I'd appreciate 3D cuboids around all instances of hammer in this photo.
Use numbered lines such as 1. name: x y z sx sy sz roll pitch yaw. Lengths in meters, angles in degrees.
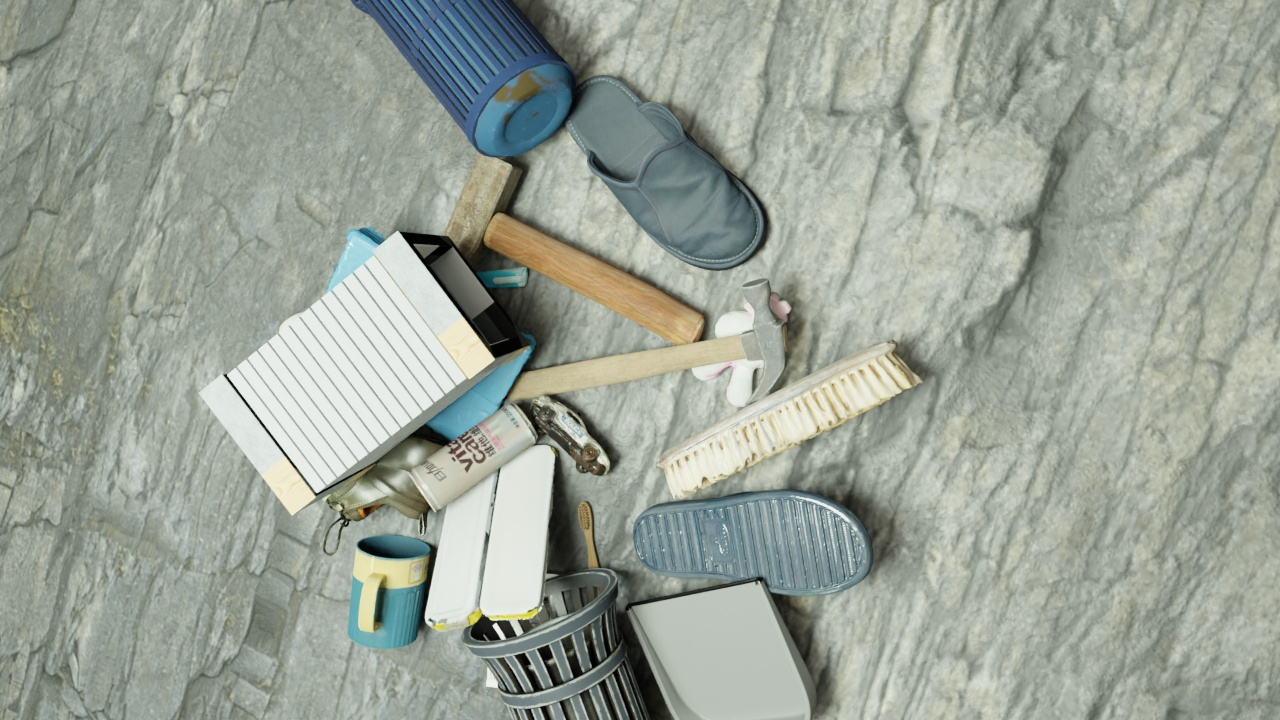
1. hammer: -0.071 -0.089 0.983 0.301 0.037 0.158 27 100 9
2. hammer: -0.006 0.006 0.956 0.332 0.030 0.119 -11 106 24

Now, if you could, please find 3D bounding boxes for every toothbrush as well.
1. toothbrush: -0.050 0.238 1.006 0.016 0.016 0.167 -10 89 17

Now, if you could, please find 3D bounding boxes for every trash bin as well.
1. trash bin: -0.184 -0.338 0.960 0.139 0.139 0.249 -42 75 13
2. trash bin: -0.262 0.008 0.901 0.247 0.142 0.142 -37 91 9
3. trash bin: -0.064 0.353 0.932 0.164 0.164 0.227 -18 95 16

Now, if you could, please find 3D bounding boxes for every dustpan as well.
1. dustpan: 0.103 0.349 0.930 0.164 0.033 0.257 -21 103 32

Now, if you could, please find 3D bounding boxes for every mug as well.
1. mug: -0.288 0.263 1.025 0.083 0.113 0.107 11 96 2

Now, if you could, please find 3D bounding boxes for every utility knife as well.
1. utility knife: -0.182 -0.092 1.039 0.117 0.015 0.022 0 107 17

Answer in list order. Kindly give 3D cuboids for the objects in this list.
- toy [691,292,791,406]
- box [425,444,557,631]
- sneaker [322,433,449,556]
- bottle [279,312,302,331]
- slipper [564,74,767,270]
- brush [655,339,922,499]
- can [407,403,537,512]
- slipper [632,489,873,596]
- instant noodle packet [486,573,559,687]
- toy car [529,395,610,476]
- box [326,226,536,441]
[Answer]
1. toy: 0.110 -0.017 0.941 0.076 0.037 0.126 34 114 8
2. box: -0.153 0.181 0.965 0.129 0.034 0.209 -12 44 14
3. sneaker: -0.335 0.143 1.045 0.238 0.101 0.143 9 87 10
4. bottle: -0.367 0.012 1.076 0.051 0.051 0.146 -38 81 13
5. slipper: 0.015 -0.197 0.945 0.109 0.083 0.265 -45 81 10
6. brush: 0.141 0.060 0.912 0.272 0.083 0.056 -28 82 14
7. can: -0.179 0.103 0.988 0.135 0.054 0.054 -34 81 -16
8. slipper: 0.115 0.174 0.930 0.264 0.082 0.101 -6 93 36
9. instant noodle packet: -0.132 0.303 1.026 0.087 0.026 0.134 1 91 16
10. toy car: -0.074 0.080 0.997 0.113 0.049 0.040 43 63 8
11. box: -0.247 -0.016 1.012 0.231 0.033 0.175 33 118 0
